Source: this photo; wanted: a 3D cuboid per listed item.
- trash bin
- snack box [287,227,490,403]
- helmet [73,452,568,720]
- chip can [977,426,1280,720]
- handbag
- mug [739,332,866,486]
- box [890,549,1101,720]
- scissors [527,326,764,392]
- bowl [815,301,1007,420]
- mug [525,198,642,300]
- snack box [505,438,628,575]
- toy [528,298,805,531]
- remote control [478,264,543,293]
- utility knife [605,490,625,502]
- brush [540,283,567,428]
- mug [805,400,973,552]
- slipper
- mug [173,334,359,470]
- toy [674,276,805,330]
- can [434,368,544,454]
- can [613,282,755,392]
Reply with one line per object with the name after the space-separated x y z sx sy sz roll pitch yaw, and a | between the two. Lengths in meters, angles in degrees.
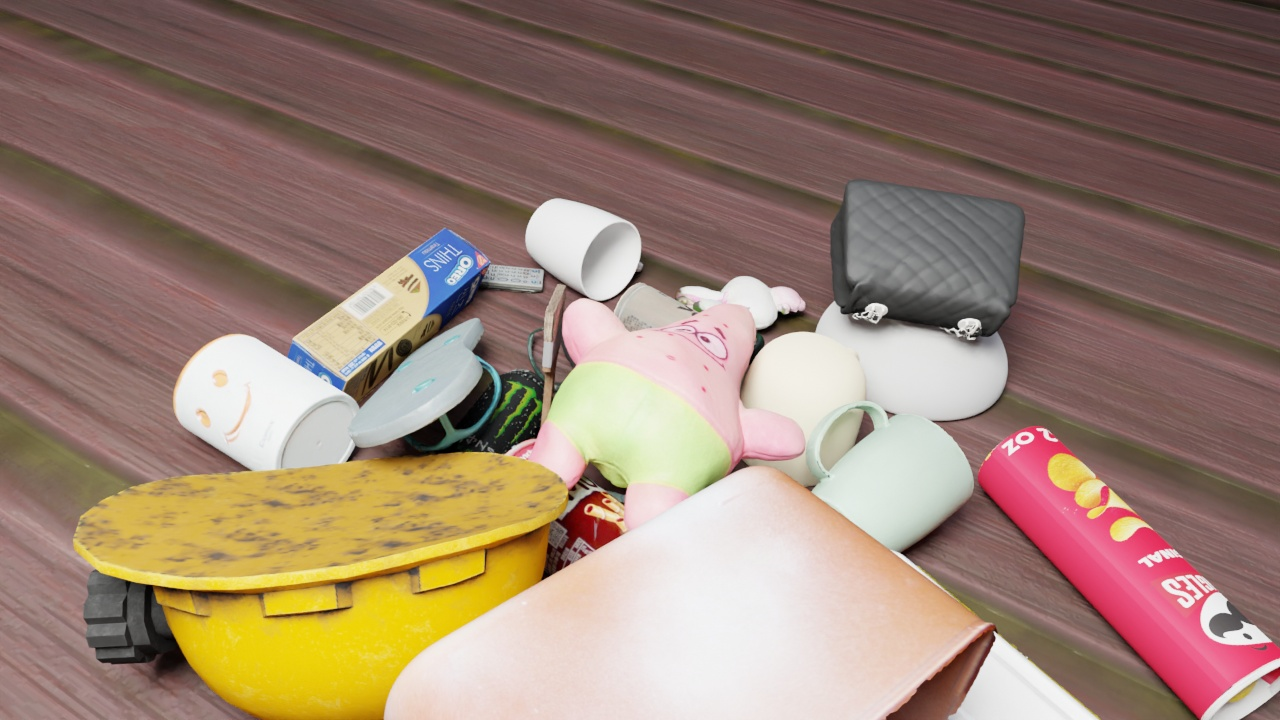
0.022 0.187 0.451 0.259 0.182 0.157 -24 46 -32 | trash bin
-0.208 -0.037 0.781 0.057 0.056 0.206 37 43 2 | snack box
-0.166 0.137 0.519 0.255 0.131 0.205 -2 8 -3 | helmet
0.335 0.142 0.643 0.069 0.069 0.220 -11 41 -21 | chip can
0.238 -0.074 0.797 0.153 0.115 0.124 11 62 0 | handbag
0.136 0.027 0.731 0.119 0.100 0.096 -27 50 -35 | mug
0.211 0.207 0.562 0.067 0.070 0.210 -37 53 -17 | box
-0.004 0.004 0.762 0.203 0.015 0.201 -27 44 -8 | scissors
0.254 -0.026 0.842 0.176 0.066 0.176 4 38 -4 | bowl
-0.048 -0.110 0.905 0.088 0.081 0.114 30 12 35 | mug
-0.044 0.113 0.617 0.121 0.072 0.072 33 45 28 | snack box
0.026 0.020 0.638 0.192 0.097 0.235 29 42 13 | toy
-0.163 -0.083 0.891 0.136 0.013 0.033 3 39 -5 | remote control
0.014 0.105 0.681 0.176 0.015 0.022 13 38 5 | utility knife
-0.067 0.017 0.677 0.008 0.143 0.045 9 30 2 | brush
0.166 0.085 0.662 0.103 0.084 0.111 -30 91 -25 | mug
-0.152 0.026 0.677 0.098 0.055 0.268 -28 15 -2 | slipper
-0.270 0.038 0.669 0.105 0.082 0.082 26 42 21 | mug
0.098 -0.054 0.878 0.122 0.038 0.079 -3 28 -12 | toy
-0.114 0.062 0.685 0.054 0.054 0.137 17 39 13 | can
0.043 -0.017 0.808 0.136 0.054 0.054 31 44 27 | can
